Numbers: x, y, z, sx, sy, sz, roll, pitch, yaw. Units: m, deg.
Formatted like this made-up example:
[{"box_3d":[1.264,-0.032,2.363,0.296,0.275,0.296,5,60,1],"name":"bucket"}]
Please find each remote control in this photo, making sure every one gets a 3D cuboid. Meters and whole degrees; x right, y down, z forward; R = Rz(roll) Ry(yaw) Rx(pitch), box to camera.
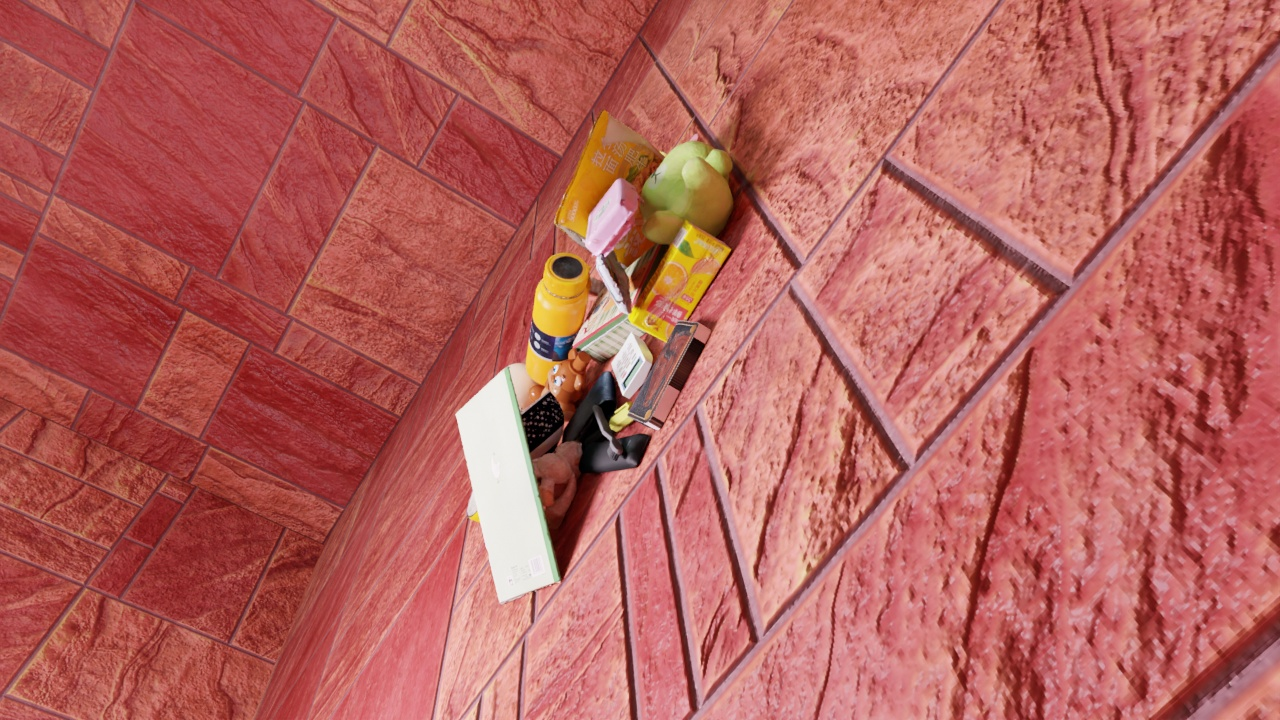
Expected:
[{"box_3d":[-0.007,0.006,1.120,0.049,0.024,0.143,-57,15,9],"name":"remote control"},{"box_3d":[-0.034,0.105,1.040,0.152,0.020,0.041,-21,41,63],"name":"remote control"}]

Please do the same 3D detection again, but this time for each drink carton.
[{"box_3d":[0.044,-0.090,1.072,0.135,0.058,0.043,-58,17,13],"name":"drink carton"}]

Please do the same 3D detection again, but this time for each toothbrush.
[{"box_3d":[-0.039,0.078,1.045,0.013,0.013,0.167,-64,16,10],"name":"toothbrush"}]

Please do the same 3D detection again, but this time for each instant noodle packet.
[{"box_3d":[-0.034,-0.227,1.263,0.163,0.084,0.221,-65,-26,0],"name":"instant noodle packet"}]

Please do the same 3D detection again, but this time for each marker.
[{"box_3d":[-0.035,0.079,1.091,0.124,0.017,0.021,-40,70,53],"name":"marker"}]

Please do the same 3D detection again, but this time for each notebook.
[{"box_3d":[-0.163,0.155,1.101,0.182,0.010,0.252,-36,65,54],"name":"notebook"}]

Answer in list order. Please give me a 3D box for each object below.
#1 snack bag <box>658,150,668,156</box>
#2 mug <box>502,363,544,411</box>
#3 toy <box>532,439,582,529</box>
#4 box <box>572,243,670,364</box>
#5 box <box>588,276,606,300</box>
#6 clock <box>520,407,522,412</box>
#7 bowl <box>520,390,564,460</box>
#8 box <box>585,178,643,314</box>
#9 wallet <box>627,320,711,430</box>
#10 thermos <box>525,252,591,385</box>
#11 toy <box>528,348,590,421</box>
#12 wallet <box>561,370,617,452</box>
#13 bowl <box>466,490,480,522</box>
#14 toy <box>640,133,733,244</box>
[{"box_3d":[0.001,-0.221,1.418,0.208,0.066,0.139,-63,27,3],"name":"snack bag"},{"box_3d":[-0.190,0.066,1.461,0.120,0.096,0.099,78,-148,-43],"name":"mug"},{"box_3d":[-0.108,0.137,1.119,0.105,0.085,0.074,-48,-34,-31],"name":"toy"},{"box_3d":[-0.017,-0.077,1.254,0.206,0.051,0.117,-29,36,59],"name":"box"},{"box_3d":[-0.077,-0.112,1.452,0.187,0.082,0.041,12,83,71],"name":"box"},{"box_3d":[-0.196,0.121,1.383,0.093,0.054,0.141,-28,-23,-9],"name":"clock"},{"box_3d":[-0.145,0.102,1.201,0.120,0.066,0.120,-39,2,2],"name":"bowl"},{"box_3d":[-0.037,-0.145,1.114,0.201,0.077,0.146,-95,13,-72],"name":"box"},{"box_3d":[0.030,0.015,1.004,0.123,0.019,0.072,-62,21,-5],"name":"wallet"},{"box_3d":[-0.120,-0.064,1.352,0.233,0.076,0.091,106,177,-51],"name":"thermos"},{"box_3d":[-0.111,0.035,1.298,0.128,0.065,0.094,-55,38,41],"name":"toy"},{"box_3d":[-0.069,0.075,1.187,0.115,0.026,0.089,-55,16,17],"name":"wallet"},{"box_3d":[-0.186,0.180,1.281,0.117,0.067,0.117,-53,18,25],"name":"bowl"},{"box_3d":[0.061,-0.207,1.158,0.150,0.107,0.196,-53,9,22],"name":"toy"}]
